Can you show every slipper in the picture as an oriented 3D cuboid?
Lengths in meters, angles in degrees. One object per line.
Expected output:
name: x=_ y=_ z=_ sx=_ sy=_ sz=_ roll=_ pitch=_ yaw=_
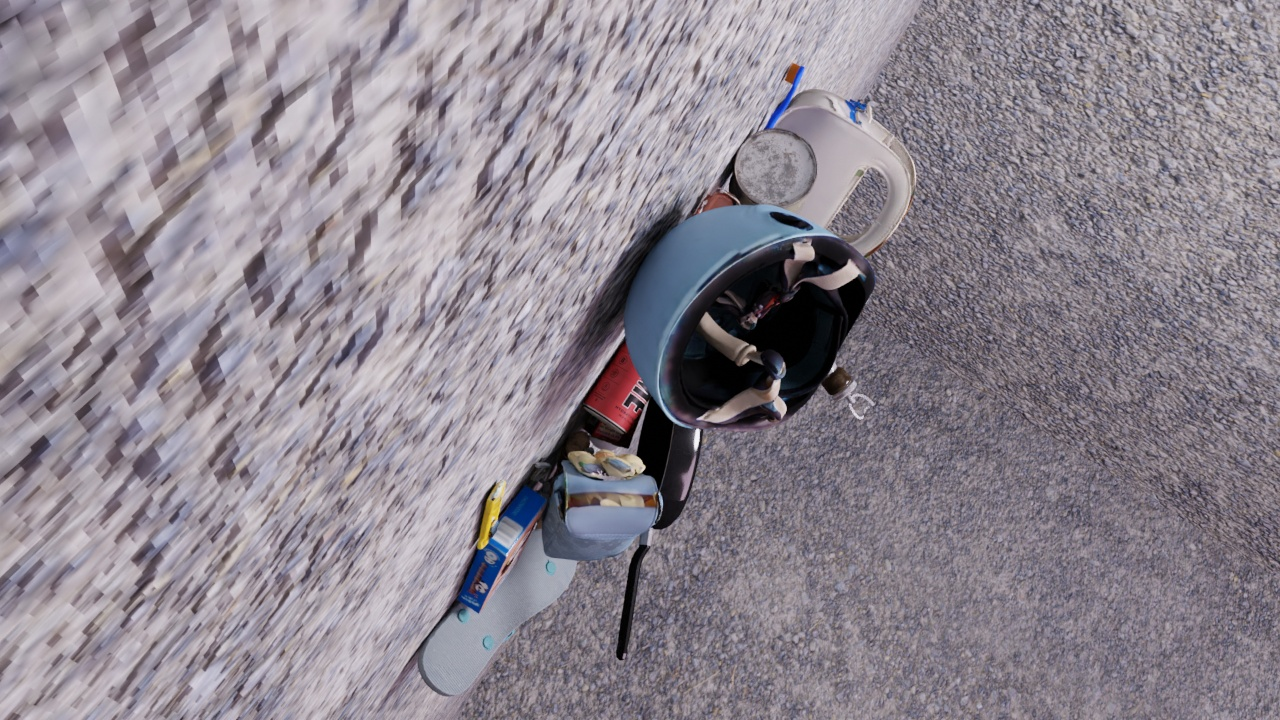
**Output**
slipper: x=-0.180 y=0.295 z=1.119 sx=0.055 sy=0.098 sz=0.267 roll=-29 pitch=-173 yaw=42

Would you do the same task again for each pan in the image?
pan: x=0.020 y=0.180 z=1.110 sx=0.204 sy=0.044 sz=0.355 roll=132 pitch=-32 yaw=-72

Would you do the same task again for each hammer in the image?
hammer: x=0.209 y=-0.045 z=1.274 sx=0.080 sy=0.326 sz=0.176 roll=-40 pitch=-179 yaw=19
hammer: x=-0.117 y=0.191 z=1.229 sx=0.121 sy=0.049 sz=0.320 roll=-49 pitch=170 yaw=-38

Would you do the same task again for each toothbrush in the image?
toothbrush: x=0.142 y=-0.264 z=1.037 sx=0.016 sy=0.018 sz=0.183 roll=-53 pitch=176 yaw=-34

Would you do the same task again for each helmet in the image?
helmet: x=0.083 y=-0.046 z=0.872 sx=0.265 sy=0.167 sz=0.226 roll=1 pitch=121 yaw=-50

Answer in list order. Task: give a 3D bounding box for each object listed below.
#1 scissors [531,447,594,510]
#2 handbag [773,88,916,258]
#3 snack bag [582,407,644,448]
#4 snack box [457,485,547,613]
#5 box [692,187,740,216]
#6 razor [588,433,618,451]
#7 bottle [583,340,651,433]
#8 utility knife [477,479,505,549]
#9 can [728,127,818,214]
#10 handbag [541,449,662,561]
scissors: x=-0.110 y=0.144 z=1.068 sx=0.141 sy=0.014 sz=0.175 roll=-40 pitch=163 yaw=-11
handbag: x=0.234 y=-0.221 z=1.138 sx=0.201 sy=0.199 sz=0.092 roll=-57 pitch=179 yaw=33
snack bag: x=-0.007 y=0.007 z=1.182 sx=0.139 sy=0.067 sz=0.208 roll=35 pitch=79 yaw=-79
snack box: x=-0.157 y=0.215 z=1.035 sx=0.087 sy=0.034 sz=0.152 roll=-53 pitch=174 yaw=-43
box: x=0.045 y=-0.096 z=0.965 sx=0.059 sy=0.056 sz=0.187 roll=17 pitch=110 yaw=-42
razor: x=-0.028 y=0.063 z=1.305 sx=0.116 sy=0.047 sz=0.088 roll=-63 pitch=178 yaw=-28
bottle: x=0.005 y=-0.003 z=1.072 sx=0.176 sy=0.062 sz=0.062 roll=-56 pitch=175 yaw=-7
utility knife: x=-0.145 y=0.151 z=0.885 sx=0.152 sy=0.017 sz=0.030 roll=109 pitch=5 yaw=-58
can: x=0.146 y=-0.201 z=1.017 sx=0.090 sy=0.090 sz=0.074 roll=-56 pitch=175 yaw=-6
handbag: x=-0.049 y=0.161 z=1.051 sx=0.192 sy=0.121 sz=0.118 roll=116 pitch=-27 yaw=-65
